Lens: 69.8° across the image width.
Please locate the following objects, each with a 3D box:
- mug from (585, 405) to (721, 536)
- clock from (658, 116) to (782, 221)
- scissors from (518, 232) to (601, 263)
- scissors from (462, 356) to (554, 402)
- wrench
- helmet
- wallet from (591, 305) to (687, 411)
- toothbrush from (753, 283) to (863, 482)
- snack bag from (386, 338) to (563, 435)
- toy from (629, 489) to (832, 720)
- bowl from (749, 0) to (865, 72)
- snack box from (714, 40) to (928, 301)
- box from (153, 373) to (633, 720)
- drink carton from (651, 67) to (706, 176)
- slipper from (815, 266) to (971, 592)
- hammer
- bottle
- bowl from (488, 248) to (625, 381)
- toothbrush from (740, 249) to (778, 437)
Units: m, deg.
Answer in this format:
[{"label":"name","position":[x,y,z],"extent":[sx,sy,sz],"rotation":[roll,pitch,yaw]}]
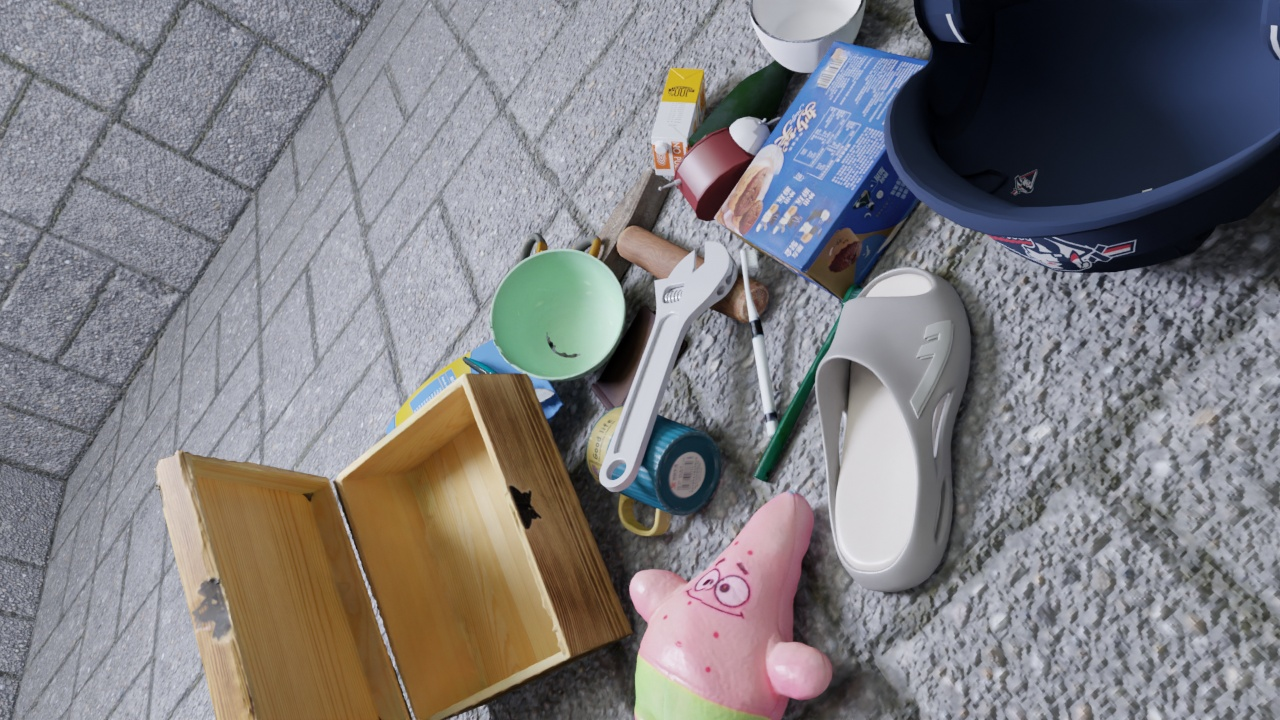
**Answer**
[{"label":"mug","position":[0.011,0.107,0.853],"extent":[0.107,0.083,0.113],"rotation":[14,100,50]},{"label":"clock","position":[0.092,-0.197,0.933],"extent":[0.138,0.096,0.048],"rotation":[-38,70,15]},{"label":"scissors","position":[-0.128,-0.077,1.129],"extent":[0.225,0.016,0.216],"rotation":[-53,39,15]},{"label":"scissors","position":[-0.171,0.045,1.019],"extent":[0.124,0.019,0.154],"rotation":[-40,50,-8]},{"label":"wrench","position":[0.026,-0.001,0.847],"extent":[0.087,0.018,0.272],"rotation":[-7,50,37]},{"label":"helmet","position":[0.280,-0.153,0.564],"extent":[0.232,0.223,0.271],"rotation":[21,53,40]},{"label":"wallet","position":[-0.006,0.006,0.988],"extent":[0.116,0.018,0.091],"rotation":[-55,37,11]},{"label":"toothbrush","position":[0.149,0.020,0.790],"extent":[0.017,0.016,0.189],"rotation":[26,88,50]},{"label":"snack bag","position":[-0.185,0.073,1.070],"extent":[0.205,0.102,0.159],"rotation":[-47,49,14]},{"label":"toy","position":[0.071,0.205,0.698],"extent":[0.192,0.097,0.236],"rotation":[13,69,45]},{"label":"bowl","position":[0.173,-0.349,0.940],"extent":[0.116,0.066,0.116],"rotation":[-6,65,14]},{"label":"snack box","position":[0.182,-0.176,0.836],"extent":[0.203,0.069,0.155],"rotation":[-56,36,7]},{"label":"box","position":[-0.247,0.198,0.825],"extent":[0.285,0.322,0.279],"rotation":[-36,71,33]},{"label":"drink carton","position":[0.045,-0.272,1.055],"extent":[0.040,0.059,0.122],"rotation":[6,58,11]},{"label":"slipper","position":[0.177,0.035,0.691],"extent":[0.113,0.080,0.265],"rotation":[-15,55,48]},{"label":"hammer","position":[0.042,-0.108,0.988],"extent":[0.158,0.037,0.301],"rotation":[-58,36,4]},{"label":"bottle","position":[0.128,-0.285,0.991],"extent":[0.174,0.055,0.055],"rotation":[-49,37,3]},{"label":"bowl","position":[-0.084,-0.042,1.020],"extent":[0.151,0.077,0.150],"rotation":[-3,74,10]},{"label":"toothbrush","position":[0.110,-0.019,0.835],"extent":[0.017,0.012,0.186],"rotation":[-9,68,8]}]
